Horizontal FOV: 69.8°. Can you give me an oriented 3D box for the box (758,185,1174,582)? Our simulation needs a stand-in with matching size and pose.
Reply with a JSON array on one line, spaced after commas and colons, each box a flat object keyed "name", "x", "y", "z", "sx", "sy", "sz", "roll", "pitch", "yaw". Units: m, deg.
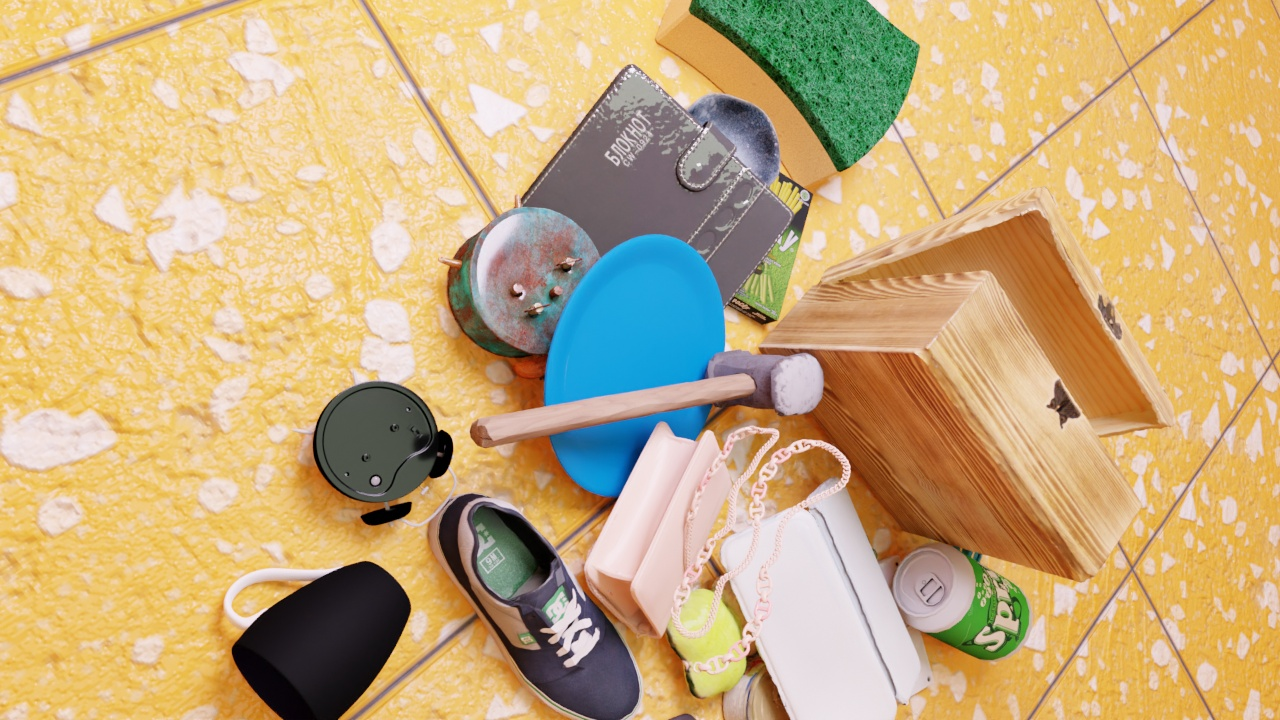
[{"name": "box", "x": 0.303, "y": 0.017, "z": 0.866, "sx": 0.279, "sy": 0.259, "sz": 0.220, "roll": 48, "pitch": 71, "yaw": -19}]

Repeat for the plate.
[{"name": "plate", "x": -0.005, "y": 0.004, "z": 0.778, "sx": 0.223, "sy": 0.024, "sz": 0.224, "roll": -18, "pitch": 115, "yaw": -45}]

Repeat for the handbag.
[{"name": "handbag", "x": 0.063, "y": 0.161, "z": 0.735, "sx": 0.198, "sy": 0.187, "sz": 0.117, "roll": -61, "pitch": 144, "yaw": -27}]

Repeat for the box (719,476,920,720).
[{"name": "box", "x": 0.175, "y": 0.222, "z": 0.821, "sx": 0.185, "sy": 0.084, "sz": 0.210, "roll": -20, "pitch": 86, "yaw": -31}]

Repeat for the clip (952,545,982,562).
[{"name": "clip", "x": 0.351, "y": 0.166, "z": 0.983, "sx": 0.033, "sy": 0.121, "sz": 0.119, "roll": 2, "pitch": 46, "yaw": -31}]

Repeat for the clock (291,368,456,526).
[{"name": "clock", "x": -0.191, "y": 0.071, "z": 0.686, "sx": 0.120, "sy": 0.043, "sz": 0.091, "roll": 46, "pitch": 62, "yaw": -15}]

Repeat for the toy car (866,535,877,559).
[{"name": "toy car", "x": 0.205, "y": 0.218, "z": 0.899, "sx": 0.049, "sy": 0.030, "sz": 0.106, "roll": 16, "pitch": 70, "yaw": -26}]

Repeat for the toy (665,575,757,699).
[{"name": "toy", "x": 0.073, "y": 0.237, "z": 0.811, "sx": 0.115, "sy": 0.046, "sz": 0.092, "roll": -29, "pitch": 96, "yaw": -38}]

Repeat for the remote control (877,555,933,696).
[{"name": "remote control", "x": 0.261, "y": 0.271, "z": 0.933, "sx": 0.050, "sy": 0.011, "sz": 0.136, "roll": -14, "pitch": 89, "yaw": -31}]

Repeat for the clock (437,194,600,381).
[{"name": "clock", "x": -0.081, "y": -0.049, "z": 0.754, "sx": 0.121, "sy": 0.073, "sz": 0.157, "roll": -46, "pitch": 106, "yaw": -28}]

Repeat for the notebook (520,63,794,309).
[{"name": "notebook", "x": 0.020, "y": -0.135, "z": 0.818, "sx": 0.209, "sy": 0.029, "sz": 0.169, "roll": 38, "pitch": 93, "yaw": -22}]

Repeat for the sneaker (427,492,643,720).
[{"name": "sneaker", "x": -0.070, "y": 0.200, "z": 0.713, "sx": 0.084, "sy": 0.079, "sz": 0.235, "roll": -44, "pitch": 104, "yaw": -29}]

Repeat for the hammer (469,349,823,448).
[{"name": "hammer", "x": 0.012, "y": 0.033, "z": 0.734, "sx": 0.327, "sy": 0.098, "sz": 0.052, "roll": -8, "pitch": 99, "yaw": -39}]

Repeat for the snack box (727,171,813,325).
[{"name": "snack box", "x": 0.117, "y": -0.119, "z": 0.910, "sx": 0.080, "sy": 0.025, "sz": 0.147, "roll": 27, "pitch": 69, "yaw": -24}]

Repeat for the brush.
[{"name": "brush", "x": 0.158, "y": -0.325, "z": 0.940, "sx": 0.250, "sy": 0.075, "sz": 0.194, "roll": 41, "pitch": 64, "yaw": -18}]

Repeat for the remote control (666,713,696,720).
[{"name": "remote control", "x": 0.002, "y": 0.335, "z": 0.772, "sx": 0.124, "sy": 0.009, "sz": 0.046, "roll": -7, "pitch": 85, "yaw": -31}]

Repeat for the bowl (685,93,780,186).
[{"name": "bowl", "x": 0.074, "y": -0.193, "z": 0.873, "sx": 0.110, "sy": 0.055, "sz": 0.110, "roll": 0, "pitch": 88, "yaw": -10}]

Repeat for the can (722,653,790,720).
[{"name": "can", "x": 0.119, "y": 0.309, "z": 0.826, "sx": 0.086, "sy": 0.043, "sz": 0.086, "roll": 6, "pitch": 79, "yaw": -30}]

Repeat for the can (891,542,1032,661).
[{"name": "can", "x": 0.323, "y": 0.243, "z": 0.920, "sx": 0.140, "sy": 0.088, "sz": 0.087, "roll": 31, "pitch": 67, "yaw": -32}]

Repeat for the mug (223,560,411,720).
[{"name": "mug", "x": -0.225, "y": 0.181, "z": 0.635, "sx": 0.119, "sy": 0.085, "sz": 0.100, "roll": 35, "pitch": 48, "yaw": 12}]
